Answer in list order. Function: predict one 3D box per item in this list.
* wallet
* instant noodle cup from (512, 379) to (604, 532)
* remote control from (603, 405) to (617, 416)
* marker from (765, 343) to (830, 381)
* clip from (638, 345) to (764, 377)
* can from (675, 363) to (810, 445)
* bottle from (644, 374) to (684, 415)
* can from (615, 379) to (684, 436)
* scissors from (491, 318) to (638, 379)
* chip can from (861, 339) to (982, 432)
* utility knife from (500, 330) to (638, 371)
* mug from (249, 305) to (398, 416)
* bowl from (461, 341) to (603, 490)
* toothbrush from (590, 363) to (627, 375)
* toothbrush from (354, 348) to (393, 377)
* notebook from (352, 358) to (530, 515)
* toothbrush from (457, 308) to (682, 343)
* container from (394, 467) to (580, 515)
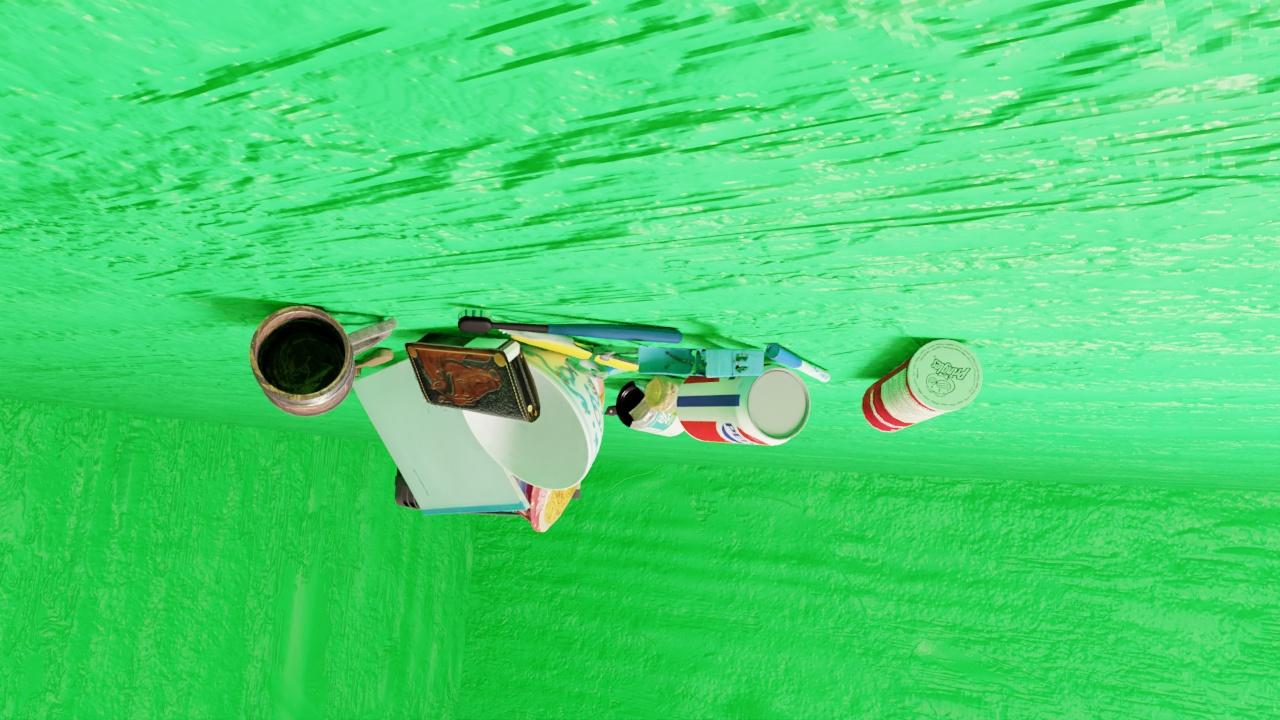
[{"bbox_3d":[-0.143,0.013,0.780,0.123,0.072,0.019,6,-148,35],"label":"wallet"},{"bbox_3d":[-0.109,0.086,0.984,0.078,0.178,0.178,19,175,13],"label":"instant noodle cup"},{"bbox_3d":[0.001,0.055,1.100,0.032,0.015,0.136,0,180,26],"label":"remote control"},{"bbox_3d":[0.138,0.003,0.785,0.013,0.013,0.141,0,171,29],"label":"marker"},{"bbox_3d":[0.066,0.001,0.700,0.129,0.031,0.121,2,177,-36],"label":"clip"},{"bbox_3d":[0.089,0.040,0.827,0.070,0.070,0.132,8,174,-24],"label":"can"},{"bbox_3d":[0.055,0.042,0.981,0.043,0.043,0.111,-4,167,45],"label":"bottle"},{"bbox_3d":[0.017,0.055,1.034,0.055,0.055,0.101,0,170,28],"label":"can"},{"bbox_3d":[-0.044,-0.011,0.722,0.162,0.014,0.141,21,-167,5],"label":"scissors"},{"bbox_3d":[0.225,0.026,0.759,0.052,0.051,0.215,4,172,5],"label":"chip can"},{"bbox_3d":[-0.055,-0.010,0.775,0.031,0.017,0.164,-10,164,42],"label":"utility knife"},{"bbox_3d":[-0.260,-0.005,0.757,0.115,0.080,0.107,-23,179,-19],"label":"mug"},{"bbox_3d":[-0.084,0.036,0.822,0.144,0.144,0.074,-3,-151,39],"label":"bowl"},{"bbox_3d":[-0.005,0.005,0.860,0.022,0.017,0.135,10,172,-38],"label":"toothbrush"},{"bbox_3d":[-0.290,0.003,0.978,0.016,0.016,0.167,6,171,-28],"label":"toothbrush"},{"bbox_3d":[-0.220,0.084,0.970,0.009,0.181,0.254,-34,-169,-35],"label":"notebook"},{"bbox_3d":[-0.050,-0.024,0.680,0.167,0.014,0.014,3,138,-12],"label":"toothbrush"},{"bbox_3d":[-0.199,0.123,1.226,0.130,0.162,0.241,-2,170,35],"label":"container"}]
